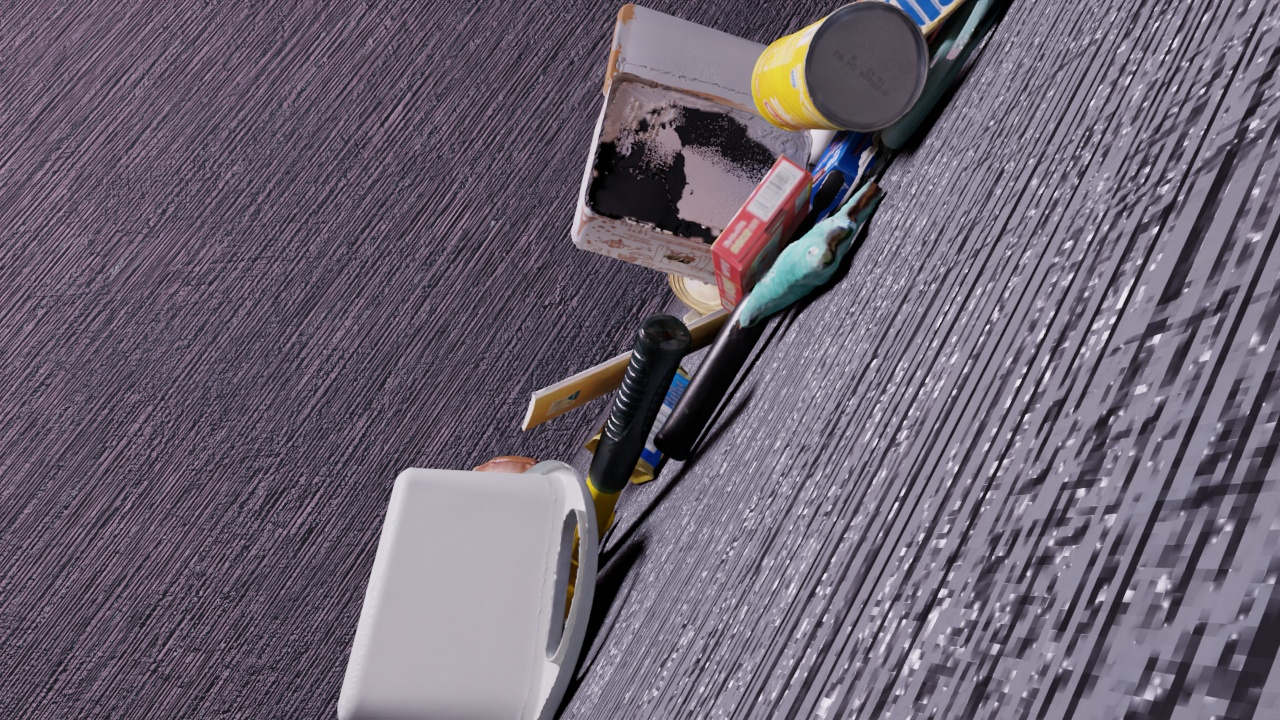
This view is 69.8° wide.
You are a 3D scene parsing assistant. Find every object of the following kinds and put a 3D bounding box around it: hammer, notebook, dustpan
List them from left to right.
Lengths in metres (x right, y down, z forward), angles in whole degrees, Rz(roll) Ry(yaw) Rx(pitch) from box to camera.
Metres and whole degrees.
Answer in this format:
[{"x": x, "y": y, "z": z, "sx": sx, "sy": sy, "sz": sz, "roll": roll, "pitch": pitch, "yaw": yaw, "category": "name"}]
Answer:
[{"x": -0.106, "y": 0.183, "z": 0.615, "sx": 0.258, "sy": 0.142, "sz": 0.222, "roll": 98, "pitch": 178, "yaw": -55, "category": "dustpan"}, {"x": -0.022, "y": 0.081, "z": 0.636, "sx": 0.302, "sy": 0.033, "sz": 0.128, "roll": 111, "pitch": -177, "yaw": -46, "category": "hammer"}, {"x": -0.005, "y": 0.005, "z": 0.797, "sx": 0.206, "sy": 0.010, "sz": 0.146, "roll": -25, "pitch": -8, "yaw": -15, "category": "notebook"}]

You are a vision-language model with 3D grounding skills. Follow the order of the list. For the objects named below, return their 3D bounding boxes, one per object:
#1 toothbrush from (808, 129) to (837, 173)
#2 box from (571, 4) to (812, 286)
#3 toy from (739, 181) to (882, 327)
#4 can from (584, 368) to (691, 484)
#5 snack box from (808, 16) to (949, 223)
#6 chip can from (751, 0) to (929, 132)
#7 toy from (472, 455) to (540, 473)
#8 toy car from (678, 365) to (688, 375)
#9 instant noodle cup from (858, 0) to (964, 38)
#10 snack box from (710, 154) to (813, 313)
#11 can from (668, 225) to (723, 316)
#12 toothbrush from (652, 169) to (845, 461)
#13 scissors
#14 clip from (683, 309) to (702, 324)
[{"x": 0.157, "y": -0.193, "z": 0.772, "sx": 0.026, "sy": 0.026, "sz": 0.222, "roll": -9, "pitch": -43, "yaw": -33, "category": "toothbrush"}, {"x": 0.050, "y": -0.199, "z": 0.782, "sx": 0.103, "sy": 0.178, "sz": 0.260, "roll": 129, "pitch": 155, "yaw": -69, "category": "box"}, {"x": 0.100, "y": -0.061, "z": 0.529, "sx": 0.096, "sy": 0.030, "sz": 0.092, "roll": -50, "pitch": 5, "yaw": -13, "category": "toy"}, {"x": 0.003, "y": 0.050, "z": 0.754, "sx": 0.083, "sy": 0.057, "sz": 0.102, "roll": -56, "pitch": 2, "yaw": -14, "category": "can"}, {"x": 0.169, "y": -0.179, "z": 0.664, "sx": 0.157, "sy": 0.026, "sz": 0.085, "roll": -58, "pitch": 4, "yaw": -15, "category": "snack box"}, {"x": 0.121, "y": -0.186, "z": 0.599, "sx": 0.072, "sy": 0.072, "sz": 0.213, "roll": -57, "pitch": 8, "yaw": 11, "category": "chip can"}, {"x": -0.118, "y": 0.184, "z": 0.783, "sx": 0.140, "sy": 0.130, "sz": 0.199, "roll": -12, "pitch": 40, "yaw": 28, "category": "toy"}, {"x": 0.021, "y": 0.037, "z": 0.863, "sx": 0.049, "sy": 0.031, "sz": 0.106, "roll": -54, "pitch": -4, "yaw": 23, "category": "toy car"}, {"x": 0.174, "y": -0.278, "z": 0.555, "sx": 0.151, "sy": 0.111, "sz": 0.151, "roll": -47, "pitch": 4, "yaw": 4, "category": "instant noodle cup"}, {"x": 0.083, "y": -0.077, "z": 0.626, "sx": 0.075, "sy": 0.025, "sz": 0.153, "roll": -52, "pitch": -12, "yaw": -3, "category": "snack box"}, {"x": 0.080, "y": -0.101, "z": 0.852, "sx": 0.110, "sy": 0.075, "sz": 0.075, "roll": -56, "pitch": 0, "yaw": -38, "category": "can"}, {"x": 0.072, "y": -0.029, "z": 0.594, "sx": 0.213, "sy": 0.026, "sz": 0.027, "roll": -59, "pitch": -11, "yaw": 11, "category": "toothbrush"}, {"x": 0.160, "y": -0.145, "z": 0.543, "sx": 0.185, "sy": 0.019, "sz": 0.129, "roll": -59, "pitch": 2, "yaw": -5, "category": "scissors"}, {"x": 0.069, "y": -0.055, "z": 0.901, "sx": 0.096, "sy": 0.035, "sz": 0.101, "roll": -51, "pitch": -8, "yaw": 1, "category": "clip"}]
